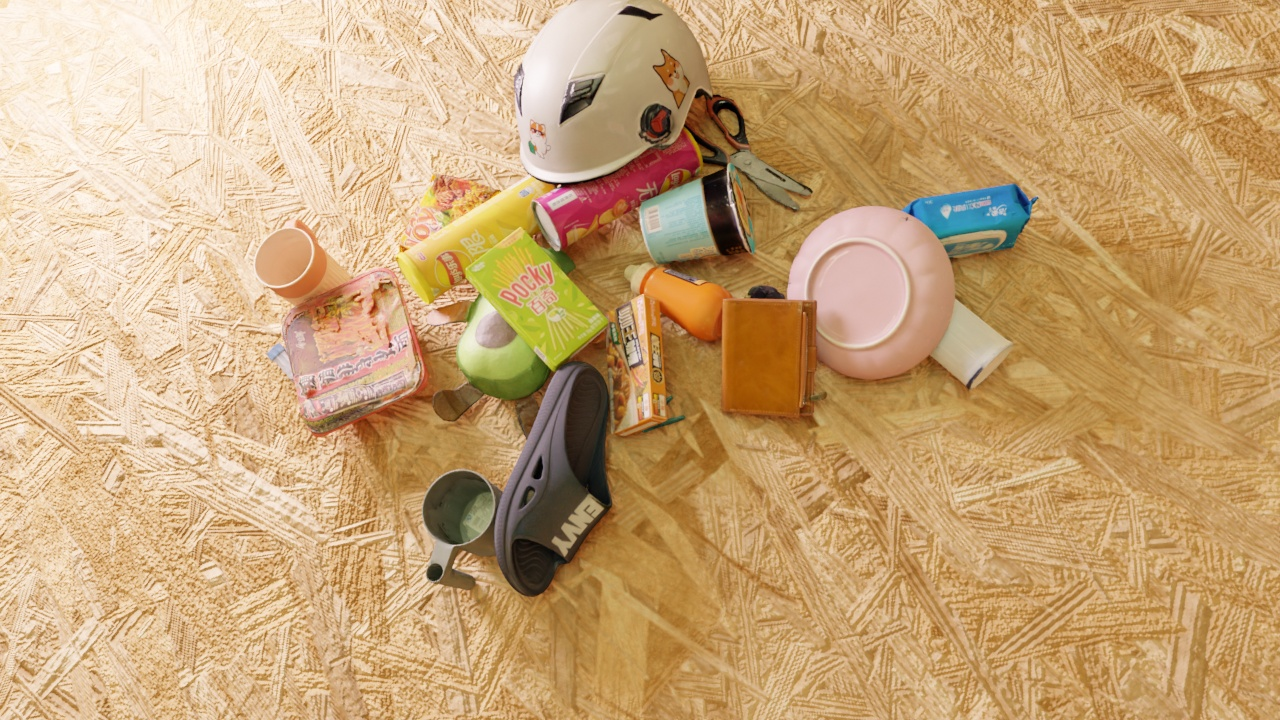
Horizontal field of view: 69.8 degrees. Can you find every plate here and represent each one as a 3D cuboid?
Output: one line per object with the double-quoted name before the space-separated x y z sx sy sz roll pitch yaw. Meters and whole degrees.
"plate" 0.243 -0.074 1.005 0.193 0.039 0.192 4 97 36

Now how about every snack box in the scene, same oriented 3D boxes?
"snack box" -0.006 0.006 1.068 0.075 0.026 0.153 -26 60 45
"snack box" -0.120 -0.071 1.060 0.085 0.026 0.156 -40 82 -18

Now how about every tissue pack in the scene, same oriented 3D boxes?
"tissue pack" 0.358 -0.149 1.032 0.157 0.095 0.052 -8 74 10

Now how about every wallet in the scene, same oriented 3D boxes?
"wallet" 0.148 -0.003 1.025 0.119 0.035 0.131 3 98 17

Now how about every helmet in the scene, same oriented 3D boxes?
"helmet" -0.047 -0.352 1.113 0.230 0.157 0.273 23 56 38

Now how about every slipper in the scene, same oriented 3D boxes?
"slipper" -0.079 0.127 1.006 0.083 0.110 0.267 3 68 36

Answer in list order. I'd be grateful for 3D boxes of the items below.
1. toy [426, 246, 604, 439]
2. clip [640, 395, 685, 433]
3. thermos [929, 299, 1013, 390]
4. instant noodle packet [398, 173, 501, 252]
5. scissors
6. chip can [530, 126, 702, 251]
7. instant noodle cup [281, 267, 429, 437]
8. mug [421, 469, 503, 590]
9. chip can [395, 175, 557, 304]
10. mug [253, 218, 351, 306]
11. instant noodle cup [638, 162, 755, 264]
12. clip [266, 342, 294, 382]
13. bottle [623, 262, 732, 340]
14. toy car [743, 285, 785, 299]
"toy" -0.153 -0.033 1.104 0.227 0.090 0.246 9 75 9
"clip" 0.022 0.067 1.069 0.054 0.013 0.033 -30 66 -2
"thermos" 0.306 -0.068 1.026 0.073 0.073 0.224 -42 67 -5
"instant noodle packet" -0.255 -0.182 1.206 0.111 0.044 0.128 19 75 22
"scissors" 0.130 -0.269 1.169 0.202 0.015 0.205 -1 69 12
"chip can" -0.028 -0.214 1.130 0.210 0.071 0.071 -31 66 -13
"instant noodle cup" -0.348 -0.007 1.142 0.164 0.079 0.188 -23 67 3
"mug" -0.191 0.192 1.020 0.084 0.103 0.123 14 74 16
"chip can" -0.196 -0.156 1.143 0.213 0.072 0.072 -37 66 -18
"mug" -0.435 -0.123 1.189 0.082 0.106 0.114 -15 67 6
"instant noodle cup" 0.066 -0.167 1.104 0.121 0.111 0.111 -14 67 16
"clip" -0.459 0.005 1.196 0.026 0.042 0.058 -41 70 -6
"bottle" 0.041 -0.078 1.096 0.149 0.067 0.066 30 78 28
"toy car" 0.136 -0.036 1.070 0.049 0.031 0.106 17 85 13
